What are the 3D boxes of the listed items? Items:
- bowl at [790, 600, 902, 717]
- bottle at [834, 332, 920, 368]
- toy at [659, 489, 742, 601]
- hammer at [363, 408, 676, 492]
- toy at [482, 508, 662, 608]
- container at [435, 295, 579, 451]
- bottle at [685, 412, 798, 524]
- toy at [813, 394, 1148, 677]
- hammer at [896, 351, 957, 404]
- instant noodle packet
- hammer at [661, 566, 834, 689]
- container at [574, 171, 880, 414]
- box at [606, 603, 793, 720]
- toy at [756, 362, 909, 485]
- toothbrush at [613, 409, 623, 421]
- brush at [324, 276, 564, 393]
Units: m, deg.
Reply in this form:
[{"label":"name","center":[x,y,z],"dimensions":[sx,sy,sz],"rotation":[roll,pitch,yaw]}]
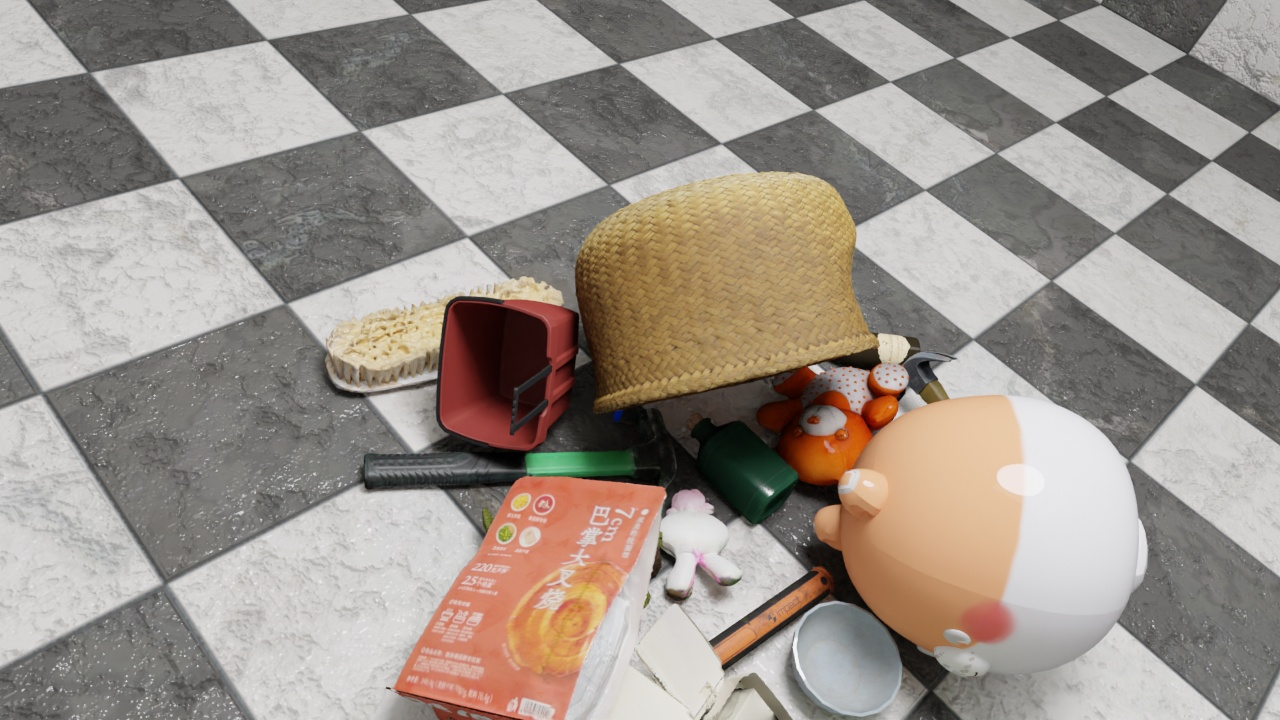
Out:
[{"label":"bowl","center":[0.187,0.283,0.859],"dimensions":[0.106,0.039,0.106],"rotation":[8,53,-10]},{"label":"bottle","center":[0.260,-0.017,1.171],"dimensions":[0.184,0.045,0.045],"rotation":[7,46,-3]},{"label":"toy","center":[0.055,0.181,0.919],"dimensions":[0.079,0.038,0.122],"rotation":[-3,48,-5]},{"label":"hammer","center":[-0.116,0.109,0.936],"dimensions":[0.318,0.032,0.130],"rotation":[0,48,-17]},{"label":"toy","center":[-0.052,0.183,0.851],"dimensions":[0.152,0.078,0.179],"rotation":[-22,60,-33]},{"label":"container","center":[-0.137,0.013,0.894],"dimensions":[0.127,0.148,0.200],"rotation":[12,15,15]},{"label":"bottle","center":[0.100,0.106,0.986],"dimensions":[0.061,0.061,0.131],"rotation":[-30,62,-35]},{"label":"toy","center":[0.315,0.163,0.868],"dimensions":[0.281,0.263,0.265],"rotation":[10,65,4]},{"label":"hammer","center":[0.404,0.127,1.047],"dimensions":[0.025,0.118,0.333],"rotation":[-17,61,-28]},{"label":"instant noodle packet","center":[-0.082,0.190,0.748],"dimensions":[0.165,0.084,0.220],"rotation":[-1,53,31]},{"label":"hammer","center":[0.065,0.255,0.834],"dimensions":[0.313,0.035,0.137],"rotation":[-21,81,-38]},{"label":"container","center":[0.080,-0.067,0.949],"dimensions":[0.306,0.308,0.196],"rotation":[-12,84,-27]},{"label":"box","center":[0.047,0.307,0.753],"dimensions":[0.184,0.050,0.143],"rotation":[55,47,-5]},{"label":"toy","center":[0.213,0.068,1.037],"dimensions":[0.164,0.093,0.172],"rotation":[2,43,27]},{"label":"toothbrush","center":[-0.007,0.006,1.079],"dimensions":[0.018,0.016,0.182],"rotation":[21,44,-5]},{"label":"brush","center":[-0.211,-0.028,1.014],"dimensions":[0.270,0.057,0.083],"rotation":[-16,55,-30]}]
